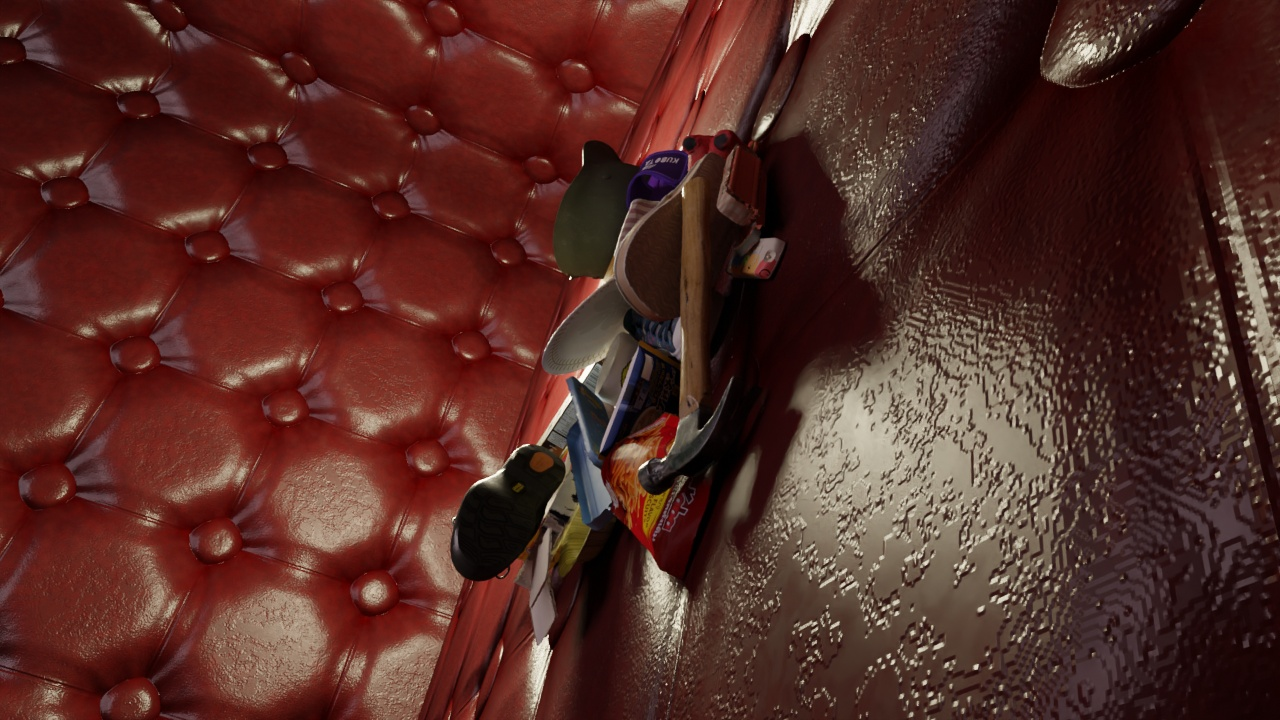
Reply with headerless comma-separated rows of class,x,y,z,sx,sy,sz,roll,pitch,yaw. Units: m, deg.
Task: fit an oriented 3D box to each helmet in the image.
helmet,-0.029,-0.215,1.437,0.267,0.154,0.227,-33,-44,-56

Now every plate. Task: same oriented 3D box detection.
plate,-0.052,0.185,1.140,0.184,0.036,0.184,-161,91,-80
plate,-0.026,-0.065,1.142,0.242,0.016,0.243,-35,-15,-11

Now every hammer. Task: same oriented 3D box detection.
hammer,0.053,-0.046,0.846,0.133,0.033,0.329,-40,37,43

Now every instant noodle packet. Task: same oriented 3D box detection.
instant noodle packet,0.004,0.056,0.994,0.026,0.087,0.134,9,75,44

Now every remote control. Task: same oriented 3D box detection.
remote control,0.112,-0.100,0.901,0.038,0.018,0.125,-65,11,1

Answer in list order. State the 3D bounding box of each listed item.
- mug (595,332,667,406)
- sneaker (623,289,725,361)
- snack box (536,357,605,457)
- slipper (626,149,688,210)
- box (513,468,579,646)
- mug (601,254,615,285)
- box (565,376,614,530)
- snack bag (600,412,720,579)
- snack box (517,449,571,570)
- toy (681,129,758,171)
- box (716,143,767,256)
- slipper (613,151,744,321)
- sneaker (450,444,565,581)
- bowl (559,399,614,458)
mug,-0.007,0.007,1.176,0.094,0.068,0.115,-133,65,-79
sneaker,0.032,-0.047,1.044,0.235,0.079,0.087,-173,103,-80
snack box,-0.101,0.077,1.364,0.186,0.031,0.101,-57,6,7
slipper,0.027,-0.220,1.269,0.107,0.084,0.265,-11,46,32
box,-0.108,0.233,1.097,0.187,0.058,0.145,-78,12,-55
mug,-0.004,-0.104,1.318,0.123,0.094,0.101,-80,15,-48
box,-0.067,0.103,1.065,0.073,0.085,0.209,-39,26,7
snack bag,0.029,0.113,0.863,0.139,0.066,0.208,-64,19,-3
snack box,-0.116,0.217,1.349,0.231,0.061,0.109,124,165,-54
toy,0.103,-0.211,1.113,0.093,0.088,0.133,-19,-63,-60
box,0.103,-0.171,0.949,0.186,0.056,0.071,-73,-9,-60
slipper,0.040,-0.134,0.973,0.052,0.115,0.262,-25,22,43
sneaker,-0.186,0.212,1.145,0.143,0.101,0.237,-59,-3,29
bowl,-0.077,0.107,1.398,0.150,0.043,0.149,-57,6,9
